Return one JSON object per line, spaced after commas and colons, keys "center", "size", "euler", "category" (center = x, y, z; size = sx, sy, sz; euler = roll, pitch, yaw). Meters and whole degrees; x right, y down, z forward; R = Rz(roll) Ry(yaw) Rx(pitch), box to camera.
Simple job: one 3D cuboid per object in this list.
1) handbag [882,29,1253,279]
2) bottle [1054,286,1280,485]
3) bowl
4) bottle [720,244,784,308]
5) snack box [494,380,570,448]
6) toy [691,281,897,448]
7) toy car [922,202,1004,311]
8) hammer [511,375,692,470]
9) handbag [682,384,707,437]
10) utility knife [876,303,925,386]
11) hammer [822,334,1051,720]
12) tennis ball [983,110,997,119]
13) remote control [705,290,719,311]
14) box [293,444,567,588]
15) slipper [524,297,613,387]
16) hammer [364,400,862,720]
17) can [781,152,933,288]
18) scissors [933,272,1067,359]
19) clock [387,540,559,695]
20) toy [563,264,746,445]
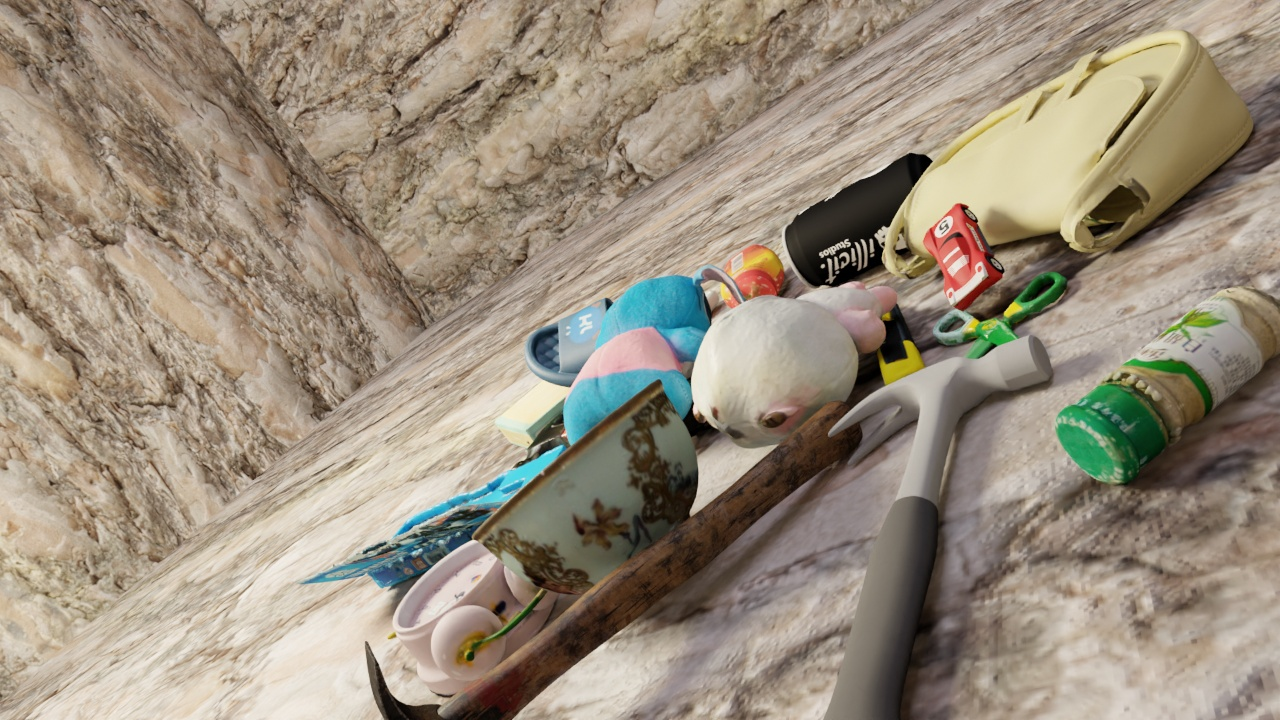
{"center": [0.305, -0.145, 0.693], "size": [0.190, 0.088, 0.233], "euler": [-45, 16, -22], "category": "handbag"}
{"center": [0.242, 0.010, 0.415], "size": [0.110, 0.042, 0.043], "euler": [-36, 14, -8], "category": "bottle"}
{"center": [-0.019, 0.098, 0.600], "size": [0.160, 0.094, 0.160], "euler": [-41, -3, -3], "category": "bowl"}
{"center": [0.122, -0.085, 1.001], "size": [0.071, 0.048, 0.134], "euler": [-32, 14, 16], "category": "bottle"}
{"center": [-0.076, 0.030, 1.102], "size": [0.193, 0.044, 0.142], "euler": [-40, 16, -18], "category": "snack box"}
{"center": [0.114, -0.008, 0.672], "size": [0.179, 0.101, 0.139], "euler": [-33, 14, -27], "category": "toy"}
{"center": [0.227, -0.075, 0.653], "size": [0.038, 0.025, 0.089], "euler": [-49, 33, 36], "category": "toy car"}
{"center": [0.016, 0.034, 0.908], "size": [0.334, 0.033, 0.132], "euler": [-26, 16, 32], "category": "hammer"}
{"center": [0.003, 0.070, 0.812], "size": [0.178, 0.027, 0.084], "euler": [-32, 11, 12], "category": "handbag"}
{"center": [0.187, -0.015, 0.680], "size": [0.029, 0.020, 0.174], "euler": [-29, 14, 17], "category": "utility knife"}
{"center": [0.127, 0.090, 0.451], "size": [0.125, 0.029, 0.309], "euler": [-24, 18, 37], "category": "hammer"}
{"center": [0.334, -0.195, 0.828], "size": [0.065, 0.065, 0.065], "euler": [-33, 14, 9], "category": "tennis ball"}
{"center": [0.042, -0.051, 1.135], "size": [0.134, 0.022, 0.050], "euler": [-20, 21, 48], "category": "remote control"}
{"center": [-0.189, 0.170, 0.884], "size": [0.244, 0.060, 0.175], "euler": [-27, -1, 31], "category": "box"}
{"center": [-0.030, -0.025, 1.020], "size": [0.214, 0.059, 0.103], "euler": [-9, 48, 12], "category": "slipper"}
{"center": [0.005, 0.116, 0.528], "size": [0.329, 0.120, 0.033], "euler": [-34, 26, -22], "category": "hammer"}
{"center": [0.213, -0.129, 0.862], "size": [0.146, 0.080, 0.080], "euler": [-26, 17, 34], "category": "can"}
{"center": [0.228, -0.019, 0.609], "size": [0.126, 0.011, 0.123], "euler": [-41, 13, -25], "category": "scissors"}
{"center": [-0.115, 0.181, 0.665], "size": [0.116, 0.059, 0.158], "euler": [-44, 17, -31], "category": "clock"}
{"center": [-0.005, 0.005, 0.816], "size": [0.225, 0.099, 0.190], "euler": [-33, 19, 35], "category": "toy"}
